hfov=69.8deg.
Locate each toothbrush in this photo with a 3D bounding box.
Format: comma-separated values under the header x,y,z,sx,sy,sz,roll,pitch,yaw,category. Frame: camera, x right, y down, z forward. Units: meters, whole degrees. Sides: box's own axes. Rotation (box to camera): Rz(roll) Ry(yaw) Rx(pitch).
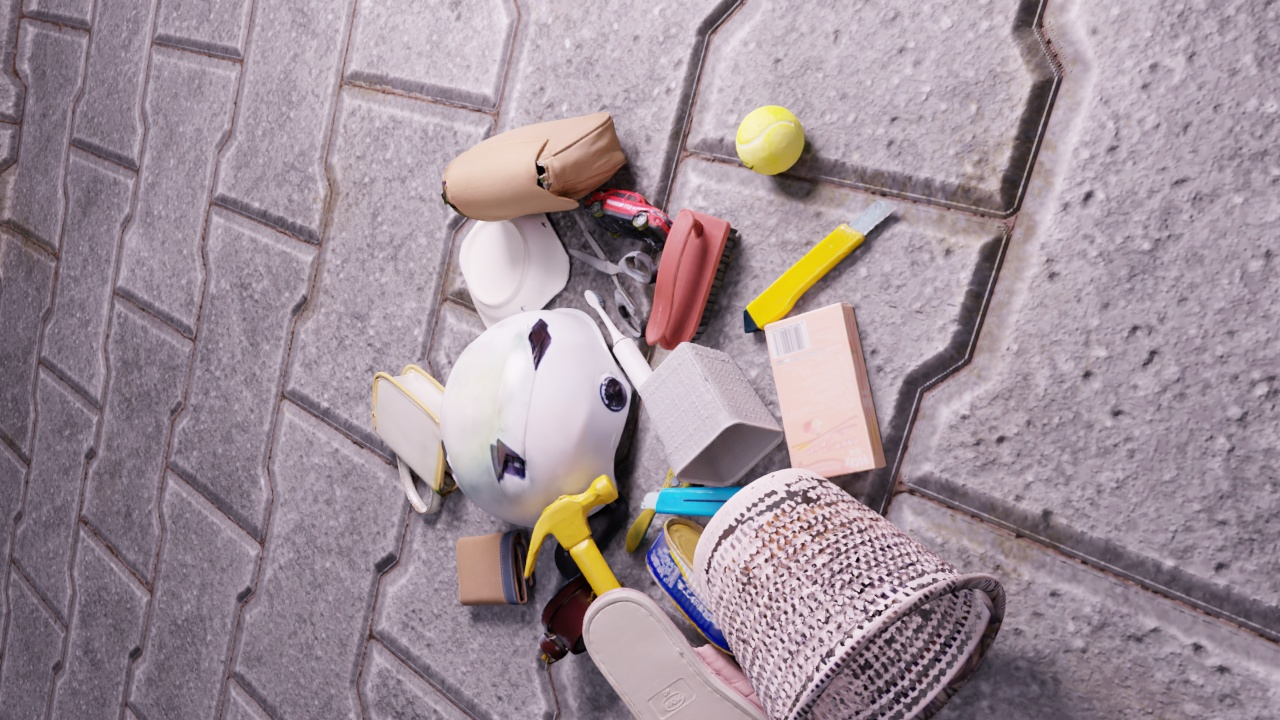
x,y,z,sx,sy,sz,roll,pitch,yaw,category
-0.006,0.006,1.009,0.027,0.026,0.221,-45,63,27,toothbrush

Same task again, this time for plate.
x,y,z,sx,sy,sz,roll,pitch,yaw,category
-0.170,-0.122,1.137,0.165,0.034,0.163,-42,65,31,plate

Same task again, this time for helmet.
x,y,z,sx,sy,sz,roll,pitch,yaw,category
-0.140,0.059,1.030,0.230,0.145,0.258,-3,82,41,helmet

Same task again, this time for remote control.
x,y,z,sx,sy,sz,roll,pitch,yaw,category
-0.062,0.200,1.050,0.053,0.024,0.137,48,117,29,remote control

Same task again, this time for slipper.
x,y,z,sx,sy,sz,roll,pitch,yaw,category
0.050,0.332,0.895,0.114,0.054,0.274,-43,91,8,slipper

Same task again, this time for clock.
x,y,z,sx,sy,sz,roll,pitch,yaw,category
-0.070,0.290,1.019,0.055,0.082,0.122,41,110,25,clock

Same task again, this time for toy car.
x,y,z,sx,sy,sz,roll,pitch,yaw,category
-0.008,-0.157,0.998,0.121,0.053,0.045,26,80,40,toy car

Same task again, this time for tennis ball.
x,y,z,sx,sy,sz,roll,pitch,yaw,category
0.125,-0.213,0.886,0.066,0.065,0.065,-1,88,38,tennis ball

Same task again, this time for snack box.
x,y,z,sx,sy,sz,roll,pitch,yaw,category
0.173,0.032,0.868,0.085,0.026,0.157,-17,79,36,snack box

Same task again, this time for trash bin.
x,y,z,sx,sy,sz,roll,pitch,yaw,category
0.155,0.204,0.777,0.192,0.227,0.228,47,117,43,trash bin

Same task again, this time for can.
x,y,z,sx,sy,sz,roll,pitch,yaw,category
0.068,0.224,0.916,0.148,0.074,0.049,43,117,30,can

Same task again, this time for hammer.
x,y,z,sx,sy,sz,roll,pitch,yaw,category
-0.011,0.274,0.949,0.129,0.033,0.300,-33,86,4,hammer

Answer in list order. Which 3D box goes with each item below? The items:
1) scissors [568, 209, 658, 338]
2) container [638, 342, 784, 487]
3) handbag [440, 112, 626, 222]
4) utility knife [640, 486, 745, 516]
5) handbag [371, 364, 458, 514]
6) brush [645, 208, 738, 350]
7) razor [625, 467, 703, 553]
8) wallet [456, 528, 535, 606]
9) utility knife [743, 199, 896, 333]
x,y,z,sx,sy,sz,roll,pitch,yaw,category
-0.031,-0.100,1.021,0.179,0.014,0.159,-5,102,59,scissors
0.065,0.051,0.908,0.090,0.090,0.114,-47,51,26,container
-0.120,-0.212,1.035,0.205,0.147,0.100,0,120,40,handbag
0.073,0.144,0.932,0.162,0.018,0.034,-4,81,27,utility knife
-0.291,0.112,1.221,0.163,0.063,0.179,34,124,34,handbag
0.044,-0.080,0.945,0.063,0.069,0.146,25,104,37,brush
0.017,0.163,0.990,0.043,0.028,0.133,47,118,25,razor
-0.184,0.260,1.141,0.115,0.033,0.090,-15,77,38,wallet
0.168,-0.088,0.881,0.193,0.015,0.033,-42,68,29,utility knife
